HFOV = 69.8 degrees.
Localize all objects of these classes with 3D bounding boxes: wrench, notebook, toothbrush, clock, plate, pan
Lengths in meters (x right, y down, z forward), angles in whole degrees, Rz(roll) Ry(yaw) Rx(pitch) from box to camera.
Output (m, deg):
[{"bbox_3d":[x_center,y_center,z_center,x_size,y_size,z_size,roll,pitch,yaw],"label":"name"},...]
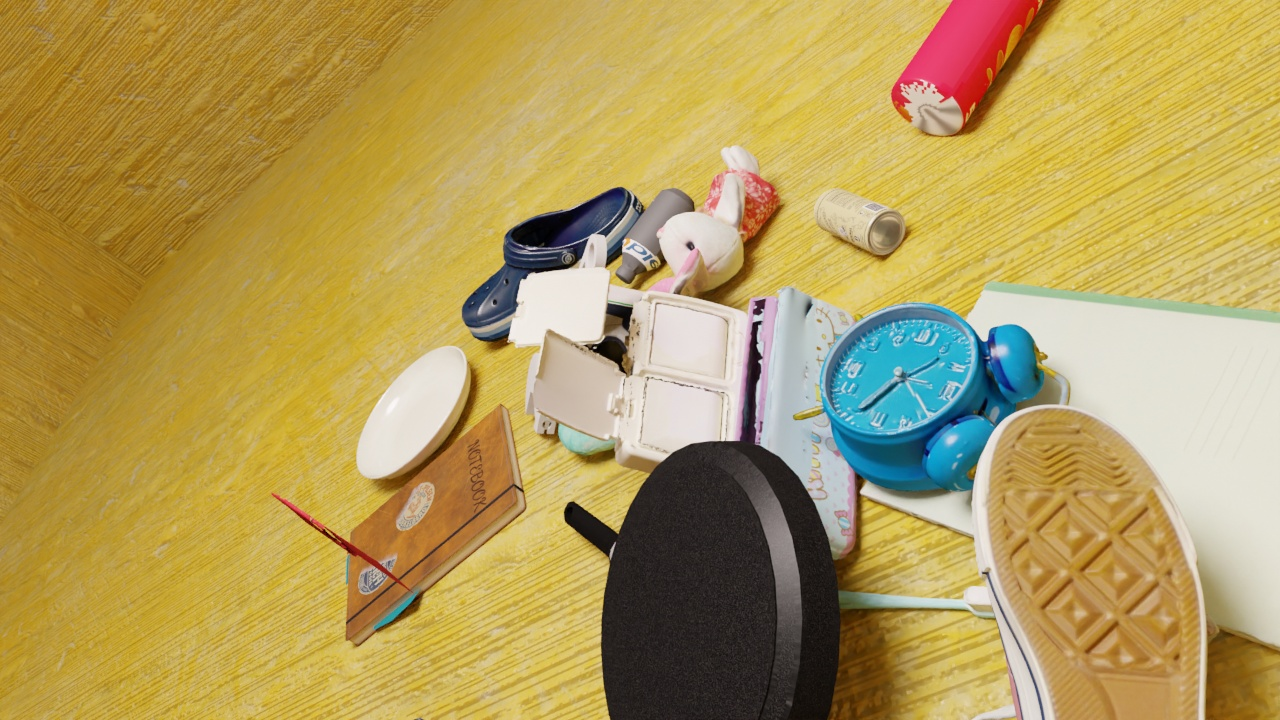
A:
[{"bbox_3d":[-0.070,-0.022,0.828,0.274,0.018,0.086,115,153,-49],"label":"wrench"},{"bbox_3d":[0.267,0.038,0.526,0.253,0.010,0.181,17,68,54],"label":"notebook"},{"bbox_3d":[0.136,0.145,0.560,0.181,0.016,0.016,-13,48,43],"label":"toothbrush"},{"bbox_3d":[-0.220,0.174,0.938,0.249,0.014,0.178,-40,34,12],"label":"notebook"},{"bbox_3d":[0.183,0.022,0.569,0.162,0.060,0.116,13,63,46],"label":"clock"},{"bbox_3d":[-0.258,0.066,1.075,0.183,0.034,0.182,-30,37,25],"label":"plate"},{"bbox_3d":[0.007,0.151,0.619,0.357,0.034,0.225,18,95,62],"label":"pan"}]

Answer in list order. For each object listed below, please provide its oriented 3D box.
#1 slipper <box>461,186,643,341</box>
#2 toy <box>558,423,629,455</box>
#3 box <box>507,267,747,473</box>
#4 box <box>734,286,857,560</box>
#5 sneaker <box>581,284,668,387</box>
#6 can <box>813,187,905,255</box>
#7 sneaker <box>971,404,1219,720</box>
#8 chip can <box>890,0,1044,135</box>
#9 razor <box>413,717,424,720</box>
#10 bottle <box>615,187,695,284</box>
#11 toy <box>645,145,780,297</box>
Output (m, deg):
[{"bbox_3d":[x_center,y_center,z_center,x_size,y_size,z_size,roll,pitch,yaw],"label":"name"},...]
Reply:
[{"bbox_3d":[-0.113,-0.125,1.057,0.253,0.095,0.105,-34,38,15],"label":"slipper"},{"bbox_3d":[-0.036,0.052,0.841,0.085,0.033,0.105,-38,30,-2],"label":"toy"},{"bbox_3d":[-0.004,0.004,0.687,0.069,0.191,0.143,123,155,-62],"label":"box"},{"bbox_3d":[0.102,0.041,0.654,0.096,0.077,0.213,-20,42,33],"label":"box"},{"bbox_3d":[-0.035,-0.018,0.849,0.079,0.084,0.236,-49,28,-18],"label":"sneaker"},{"bbox_3d":[0.180,-0.116,0.761,0.038,0.038,0.079,-47,33,1],"label":"can"},{"bbox_3d":[0.205,0.143,0.421,0.118,0.088,0.240,-6,69,17],"label":"sneaker"},{"bbox_3d":[0.300,-0.297,0.784,0.220,0.069,0.069,-55,34,-11],"label":"chip can"},{"bbox_3d":[-0.202,0.340,0.724,0.152,0.054,0.067,-45,4,18],"label":"razor"},{"bbox_3d":[0.013,-0.128,0.956,0.112,0.047,0.047,-53,33,-9],"label":"bottle"},{"bbox_3d":[0.063,-0.116,0.856,0.194,0.084,0.159,-59,7,-15],"label":"toy"}]
